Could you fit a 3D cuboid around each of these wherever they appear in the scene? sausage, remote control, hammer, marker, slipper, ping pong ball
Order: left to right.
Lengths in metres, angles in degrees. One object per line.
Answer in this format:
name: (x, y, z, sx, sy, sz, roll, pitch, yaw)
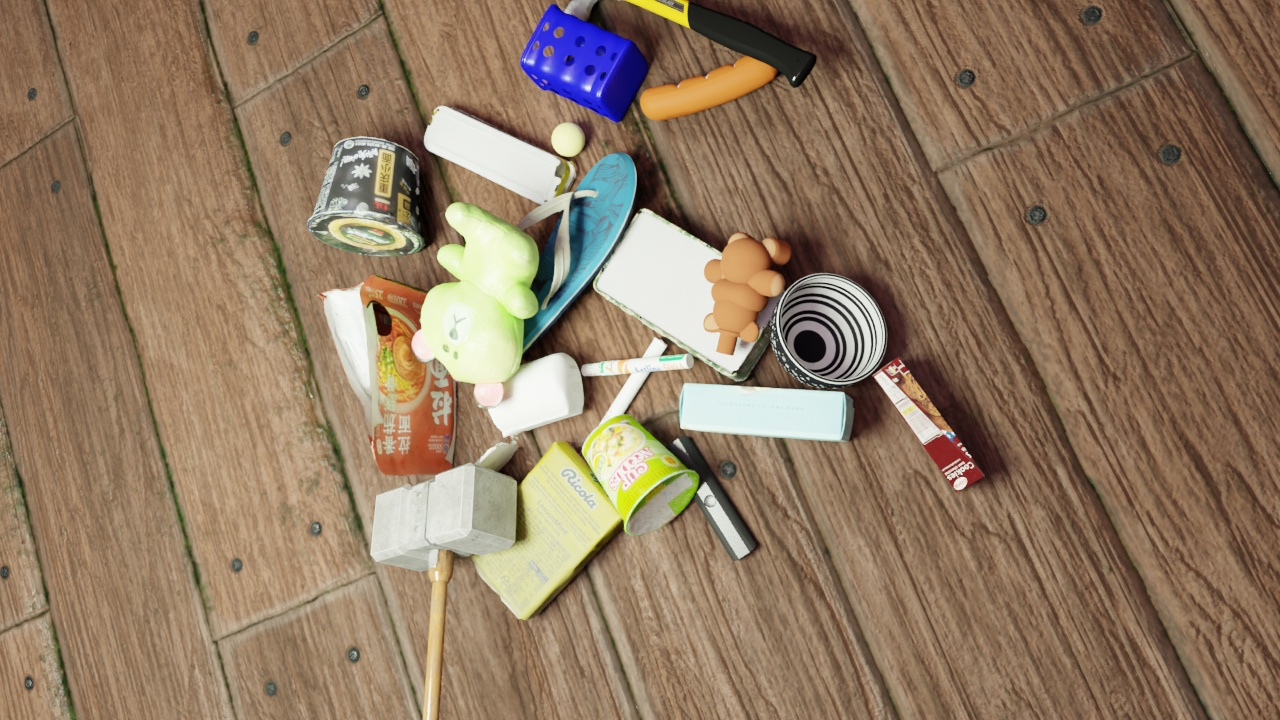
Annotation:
hammer: (-0.220, 0.286, 0.995, 0.163, 0.083, 0.317, -21, 58, 32)
slipper: (-0.104, -0.118, 1.061, 0.295, 0.060, 0.118, -53, 47, 9)
ping pong ball: (-0.086, -0.264, 1.098, 0.040, 0.040, 0.040, -2, 84, 18)
marker: (-0.011, 0.033, 1.053, 0.133, 0.017, 0.020, -58, 33, 6)
marker: (-0.006, 0.006, 1.036, 0.146, 0.017, 0.017, -5, 82, 35)
hammer: (0.061, -0.390, 1.043, 0.324, 0.029, 0.127, 35, 91, 27)
remote control: (0.076, 0.151, 1.013, 0.033, 0.015, 0.146, -36, 75, 12)
sausage: (0.079, -0.312, 1.047, 0.164, 0.039, 0.044, -15, 76, 17)

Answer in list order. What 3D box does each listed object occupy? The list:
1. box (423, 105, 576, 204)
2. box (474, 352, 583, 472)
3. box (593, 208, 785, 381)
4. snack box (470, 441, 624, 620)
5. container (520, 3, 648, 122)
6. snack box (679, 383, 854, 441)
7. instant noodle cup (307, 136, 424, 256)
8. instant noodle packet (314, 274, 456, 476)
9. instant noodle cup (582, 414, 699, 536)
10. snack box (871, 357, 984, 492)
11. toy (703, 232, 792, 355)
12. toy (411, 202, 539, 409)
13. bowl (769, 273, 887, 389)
box: (-0.175, -0.253, 1.135, 0.210, 0.037, 0.064, 28, 99, 19)
box: (-0.138, 0.068, 1.063, 0.156, 0.084, 0.126, -16, 86, 18)
box: (0.058, -0.075, 1.027, 0.205, 0.051, 0.117, 32, 92, 18)
snack box: (-0.109, 0.198, 1.057, 0.121, 0.045, 0.181, 45, 101, 20)
container: (-0.064, -0.346, 1.076, 0.113, 0.084, 0.085, 30, 93, 18)
snack box: (0.134, 0.055, 0.973, 0.175, 0.075, 0.053, 4, 85, 19)
instant noodle cup: (-0.333, -0.204, 1.133, 0.137, 0.137, 0.112, -2, 75, 18)
instant noodle packet: (-0.283, 0.027, 1.070, 0.084, 0.164, 0.220, -16, 79, 15)
instant noodle cup: (-0.006, 0.119, 1.003, 0.099, 0.099, 0.108, -47, 59, 9)
snack box: (0.291, 0.065, 0.930, 0.032, 0.051, 0.141, -36, 75, 12)
toy: (0.108, -0.068, 0.957, 0.095, 0.065, 0.128, 17, 97, 37)
toy: (-0.174, -0.066, 1.022, 0.150, 0.107, 0.197, 31, 117, 20)
bowl: (0.188, -0.023, 0.960, 0.120, 0.066, 0.120, 4, 71, -12)
